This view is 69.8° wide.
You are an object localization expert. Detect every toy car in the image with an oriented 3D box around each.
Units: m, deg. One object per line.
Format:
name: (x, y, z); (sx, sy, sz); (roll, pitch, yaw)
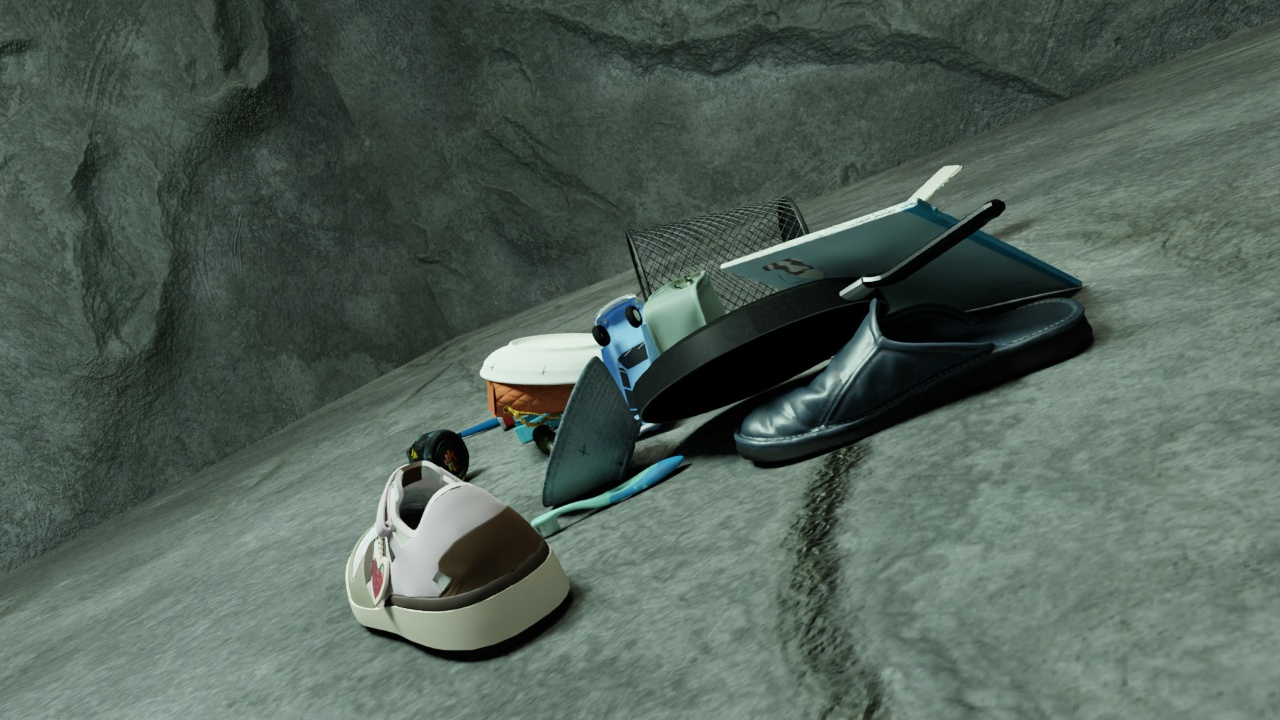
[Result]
toy car: (-0.006, 0.005, 0.932); (0.056, 0.153, 0.054); (-29, -32, 23)

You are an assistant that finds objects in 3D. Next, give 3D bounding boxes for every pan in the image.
pan: (0.133, -0.034, 0.721); (0.224, 0.034, 0.358); (-11, -19, -39)

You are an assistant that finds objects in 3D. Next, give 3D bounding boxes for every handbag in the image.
handbag: (0.058, -0.019, 0.930); (0.067, 0.122, 0.106); (-21, 12, 20)
handbag: (-0.079, 0.041, 1.021); (0.171, 0.060, 0.109); (-4, 6, -14)

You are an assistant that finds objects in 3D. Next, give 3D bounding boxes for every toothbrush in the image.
toothbrush: (-0.024, 0.109, 0.739); (0.135, 0.017, 0.022); (-23, 9, -12)
toothbrush: (-0.239, 0.100, 1.308); (0.168, 0.014, 0.014); (-21, -1, 12)

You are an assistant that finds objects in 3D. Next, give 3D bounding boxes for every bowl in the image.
bowl: (-0.034, 0.069, 0.788); (0.057, 0.137, 0.137); (18, 17, 5)

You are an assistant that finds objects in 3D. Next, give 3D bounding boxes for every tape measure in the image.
tape measure: (-0.228, 0.115, 1.035); (0.042, 0.071, 0.072); (-21, 3, 35)

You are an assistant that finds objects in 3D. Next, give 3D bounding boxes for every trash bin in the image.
trash bin: (0.108, -0.110, 1.178); (0.210, 0.184, 0.184); (-18, 9, -1)

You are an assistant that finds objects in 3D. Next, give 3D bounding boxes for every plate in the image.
plate: (-0.088, -0.006, 1.024); (0.182, 0.034, 0.182); (-2, 9, 0)

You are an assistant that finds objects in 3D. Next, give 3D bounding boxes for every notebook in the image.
notebook: (0.218, -0.070, 0.754); (0.253, 0.009, 0.182); (12, -18, -39)

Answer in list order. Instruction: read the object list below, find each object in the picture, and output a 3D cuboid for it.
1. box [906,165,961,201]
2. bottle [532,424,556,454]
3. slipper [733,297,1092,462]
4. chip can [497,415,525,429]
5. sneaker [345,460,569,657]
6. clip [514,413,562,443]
box: (0.311, -0.151, 1.056); (0.184, 0.044, 0.143); (-59, 6, 10)
bottle: (-0.101, 0.089, 1.002); (0.025, 0.025, 0.106); (-25, 9, -10)
slipper: (0.184, -0.009, 0.675); (0.266, 0.083, 0.108); (-23, 11, 12)
chip can: (-0.102, 0.027, 1.268); (0.214, 0.052, 0.052); (-25, 9, -9)
sneaker: (-0.164, 0.125, 0.664); (0.111, 0.116, 0.294); (-28, 10, -27)
clip: (-0.100, 0.068, 1.119); (0.130, 0.030, 0.120); (-23, 5, 12)
